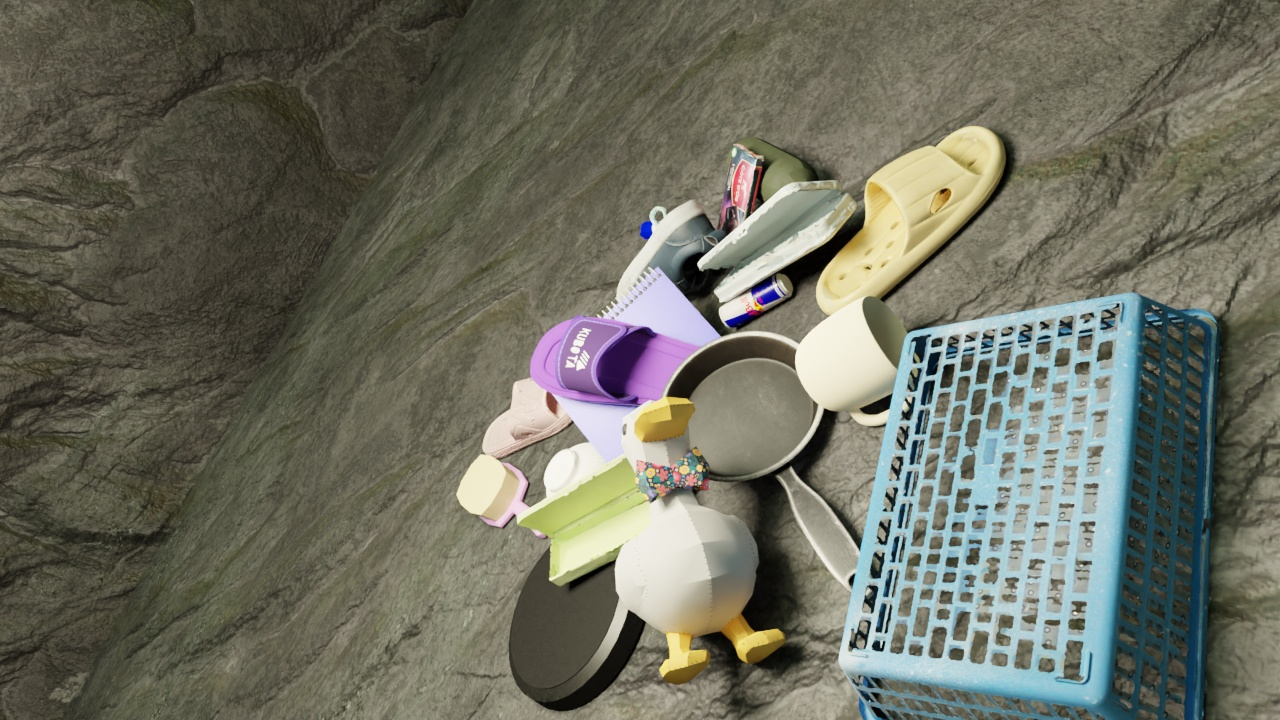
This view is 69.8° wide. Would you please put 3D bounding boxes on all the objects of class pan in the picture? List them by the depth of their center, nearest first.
[{"bbox_3d":[0.141,0.104,0.944,0.187,0.055,0.356,-32,50,2],"label":"pan"},{"bbox_3d":[-0.038,0.246,1.079,0.357,0.034,0.225,-51,32,9],"label":"pan"}]

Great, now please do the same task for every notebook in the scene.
[{"bbox_3d":[-0.007,0.007,1.156,0.209,0.022,0.171,-42,70,6],"label":"notebook"}]

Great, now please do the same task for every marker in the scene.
[{"bbox_3d":[0.046,-0.199,1.385,0.133,0.023,0.027,10,68,56],"label":"marker"}]

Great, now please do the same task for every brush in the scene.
[{"bbox_3d":[-0.194,0.200,1.316,0.229,0.043,0.089,18,76,57],"label":"brush"}]

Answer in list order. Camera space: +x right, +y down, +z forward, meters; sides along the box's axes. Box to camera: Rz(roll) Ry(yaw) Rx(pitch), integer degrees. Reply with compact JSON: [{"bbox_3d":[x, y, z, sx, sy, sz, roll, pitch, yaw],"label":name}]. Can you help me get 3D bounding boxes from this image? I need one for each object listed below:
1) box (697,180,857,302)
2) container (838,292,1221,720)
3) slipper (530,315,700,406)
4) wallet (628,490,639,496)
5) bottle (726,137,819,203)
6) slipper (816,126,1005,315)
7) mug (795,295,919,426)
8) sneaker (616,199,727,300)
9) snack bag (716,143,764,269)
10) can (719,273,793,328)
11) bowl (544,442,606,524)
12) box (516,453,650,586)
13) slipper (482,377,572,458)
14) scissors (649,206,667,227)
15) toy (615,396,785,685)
[{"bbox_3d":[0.170,-0.132,1.102,0.216,0.122,0.083,-40,62,55],"label":"box"},{"bbox_3d":[0.289,0.111,0.718,0.258,0.089,0.361,-12,52,48],"label":"container"},{"bbox_3d":[-0.020,0.004,1.100,0.267,0.084,0.107,12,83,21],"label":"slipper"},{"bbox_3d":[0.030,0.120,1.101,0.123,0.019,0.072,-28,22,36],"label":"wallet"},{"bbox_3d":[0.183,-0.233,1.192,0.071,0.071,0.206,-50,32,8],"label":"bottle"},{"bbox_3d":[0.279,-0.158,0.992,0.262,0.079,0.111,-48,36,12],"label":"slipper"},{"bbox_3d":[0.215,0.011,0.914,0.100,0.096,0.120,-35,78,33],"label":"mug"},{"bbox_3d":[0.044,-0.123,1.251,0.089,0.087,0.236,-32,-11,-32],"label":"sneaker"},{"bbox_3d":[0.128,-0.202,1.212,0.074,0.018,0.155,-126,41,-57],"label":"snack bag"},{"bbox_3d":[0.143,-0.073,1.134,0.095,0.032,0.032,-30,39,34],"label":"can"},{"bbox_3d":[-0.084,0.155,1.194,0.118,0.062,0.117,-34,38,31],"label":"bowl"},{"bbox_3d":[-0.043,0.186,1.048,0.188,0.091,0.083,-33,50,24],"label":"box"},{"bbox_3d":[-0.171,0.076,1.382,0.240,0.064,0.094,-32,39,35],"label":"slipper"},{"bbox_3d":[0.041,-0.172,1.348,0.172,0.024,0.159,-16,61,50],"label":"scissors"},{"bbox_3d":[0.038,0.176,0.905,0.247,0.140,0.267,101,154,-57],"label":"toy"}]
